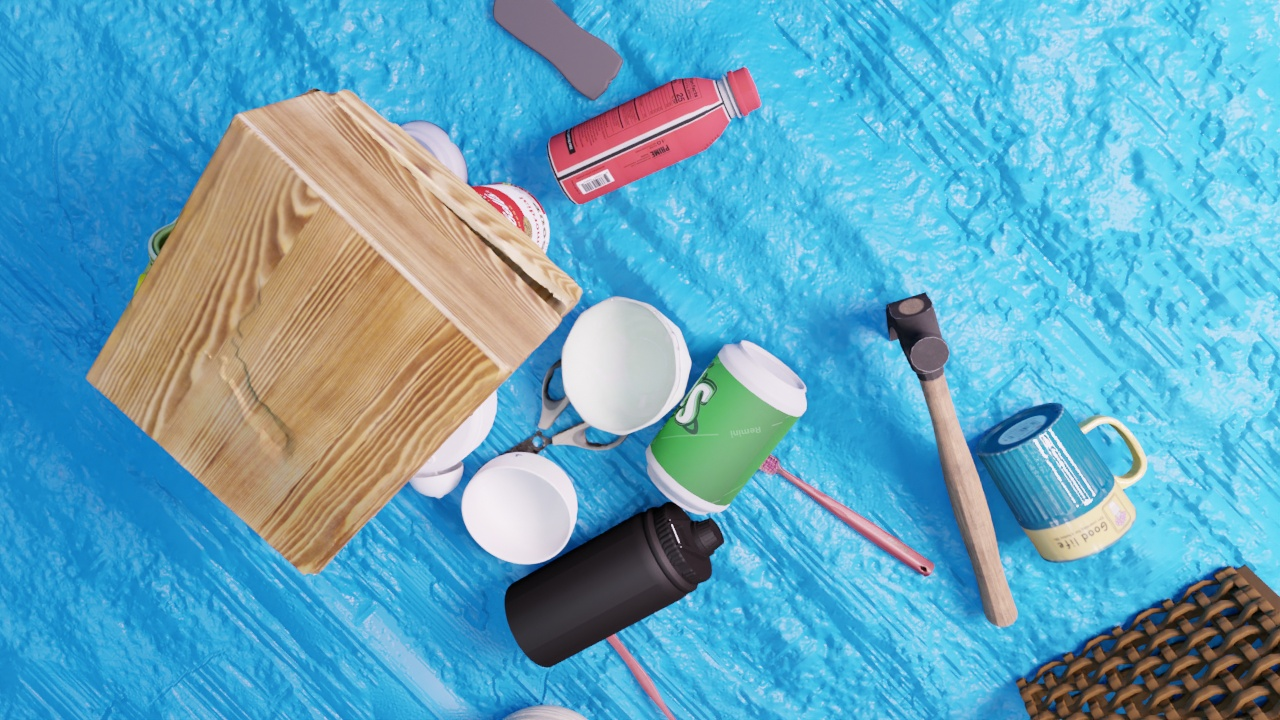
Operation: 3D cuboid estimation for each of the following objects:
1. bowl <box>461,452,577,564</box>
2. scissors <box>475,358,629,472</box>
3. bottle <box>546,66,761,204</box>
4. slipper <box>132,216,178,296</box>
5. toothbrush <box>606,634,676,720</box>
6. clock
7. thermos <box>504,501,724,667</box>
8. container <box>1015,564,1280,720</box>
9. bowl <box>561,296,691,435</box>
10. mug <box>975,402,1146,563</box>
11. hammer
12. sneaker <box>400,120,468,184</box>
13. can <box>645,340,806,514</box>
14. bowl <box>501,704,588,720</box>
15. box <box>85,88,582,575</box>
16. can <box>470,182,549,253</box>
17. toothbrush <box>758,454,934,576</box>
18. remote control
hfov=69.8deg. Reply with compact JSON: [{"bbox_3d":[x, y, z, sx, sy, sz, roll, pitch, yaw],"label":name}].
[{"bbox_3d":[-0.109,0.132,0.856,0.105,0.054,0.105,4,114,9],"label":"bowl"},{"bbox_3d":[-0.079,0.072,0.863,0.154,0.012,0.163,16,106,8],"label":"scissors"},{"bbox_3d":[0.013,-0.191,0.761,0.177,0.062,0.062,-21,98,15],"label":"bottle"},{"bbox_3d":[-0.413,-0.089,0.857,0.091,0.081,0.191,40,104,-2],"label":"slipper"},{"bbox_3d":[0.004,0.313,0.902,0.015,0.015,0.184,-38,90,16],"label":"toothbrush"},{"bbox_3d":[-0.203,0.043,0.848,0.125,0.072,0.161,25,106,5],"label":"clock"},{"bbox_3d":[-0.020,0.199,0.841,0.199,0.086,0.086,-32,95,15],"label":"thermos"},{"bbox_3d":[0.479,0.348,0.709,0.214,0.219,0.251,-37,93,16],"label":"container"},{"bbox_3d":[-0.005,0.005,0.800,0.118,0.061,0.117,0,89,31],"label":"bowl"},{"bbox_3d":[0.351,0.090,0.753,0.113,0.083,0.107,-34,91,4],"label":"mug"},{"bbox_3d":[0.263,0.090,0.761,0.040,0.132,0.305,-18,111,14],"label":"hammer"},{"bbox_3d":[-0.274,-0.101,0.800,0.270,0.132,0.103,-40,95,17],"label":"sneaker"},{"bbox_3d":[0.073,0.058,0.791,0.088,0.087,0.140,36,106,1],"label":"can"},{"bbox_3d":[-0.089,0.401,0.905,0.151,0.075,0.151,2,102,10],"label":"bowl"},{"bbox_3d":[-0.232,-0.023,0.683,0.245,0.167,0.280,43,122,-8],"label":"box"},{"bbox_3d":[-0.134,-0.106,0.779,0.087,0.116,0.087,2,103,10],"label":"can"},{"bbox_3d":[0.181,0.138,0.825,0.190,0.016,0.016,34,105,2],"label":"toothbrush"},{"bbox_3d":[-0.073,-0.277,0.785,0.124,0.009,0.046,40,106,0],"label":"remote control"}]
